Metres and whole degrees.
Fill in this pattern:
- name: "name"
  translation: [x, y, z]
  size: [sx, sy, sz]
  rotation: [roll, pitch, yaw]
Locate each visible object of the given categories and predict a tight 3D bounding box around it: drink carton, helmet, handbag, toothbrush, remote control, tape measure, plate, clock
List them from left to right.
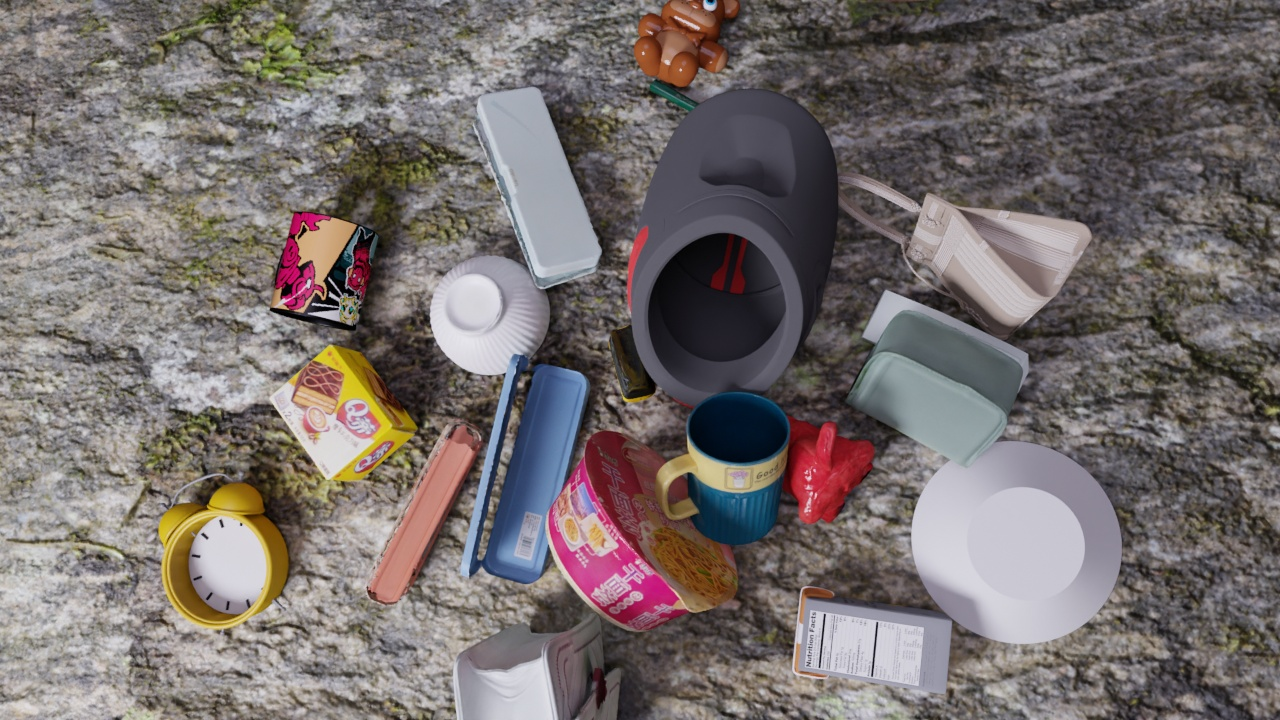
- name: "clock"
  translation: [-0.409, 0.187, 0.897]
  size: [0.113, 0.052, 0.152]
  rotation: [-22, 84, 6]
- name: "handbag"
  translation: [-0.073, 0.290, 0.752]
  size: [0.096, 0.198, 0.142]
  rotation: [-11, 82, 6]
- name: "tape measure"
  translation: [-0.005, 0.005, 0.846]
  size: [0.037, 0.064, 0.065]
  rotation: [-15, 71, 0]
- name: "helmet"
  translation: [0.081, -0.102, 0.783]
  size: [0.164, 0.169, 0.265]
  rotation: [13, 127, 6]
- name: "toothbrush"
  translation: [0.092, -0.226, 0.882]
  size: [0.190, 0.016, 0.017]
  rotation: [31, 106, 12]
- name: "drink carton"
  translation: [0.197, 0.240, 0.788]
  size: [0.125, 0.048, 0.076]
  rotation: [6, 84, 10]
- name: "handbag"
  translation: [0.248, 0.024, 0.783]
  size: [0.122, 0.106, 0.067]
  rotation: [28, 53, 11]
- name: "handbag"
  translation: [0.246, -0.104, 0.764]
  size: [0.198, 0.175, 0.062]
  rotation: [32, 88, 14]
- name: "remote control"
  translation: [0.275, -0.012, 0.821]
  size: [0.143, 0.024, 0.049]
  rotation: [27, 88, 12]
- name: "plate"
  translation: [0.324, 0.155, 0.784]
  size: [0.174, 0.036, 0.174]
  rotation: [-1, 82, 9]

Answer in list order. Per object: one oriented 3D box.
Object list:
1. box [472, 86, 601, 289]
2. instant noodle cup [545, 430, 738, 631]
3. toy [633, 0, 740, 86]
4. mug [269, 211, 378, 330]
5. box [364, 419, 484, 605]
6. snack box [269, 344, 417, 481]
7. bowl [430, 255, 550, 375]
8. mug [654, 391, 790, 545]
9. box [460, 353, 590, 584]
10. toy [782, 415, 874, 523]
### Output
- name: "box"
  translation: [-0.098, -0.171, 0.887]
  size: [0.083, 0.066, 0.199]
  rotation: [-24, 75, 3]
- name: "instant noodle cup"
  translation: [-0.006, 0.152, 0.782]
  size: [0.078, 0.178, 0.178]
  rotation: [-43, 78, 18]
- name: "toy"
  translation: [0.049, -0.323, 0.881]
  size: [0.095, 0.065, 0.127]
  rotation: [28, 83, 6]
- name: "mug"
  translation: [-0.323, -0.088, 0.910]
  size: [0.118, 0.081, 0.098]
  rotation: [7, 83, 38]
- name: "box"
  translation: [-0.203, 0.144, 0.881]
  size: [0.058, 0.062, 0.188]
  rotation: [30, 85, -14]
- name: "snack box"
  translation: [-0.286, 0.052, 0.887]
  size: [0.083, 0.061, 0.105]
  rotation: [-40, 79, 2]
- name: "bowl"
  translation: [-0.151, -0.048, 0.878]
  size: [0.118, 0.062, 0.118]
  rotation: [-1, 82, 9]
- name: "mug"
  translation: [0.065, 0.096, 0.762]
  size: [0.113, 0.107, 0.083]
  rotation: [-19, 46, -18]
- name: "box"
  translation: [-0.104, 0.102, 0.849]
  size: [0.074, 0.078, 0.209]
  rotation: [12, 86, 7]
- name: "toy"
  translation: [0.140, 0.083, 0.783]
  size: [0.094, 0.133, 0.088]
  rotation: [39, 80, 21]
